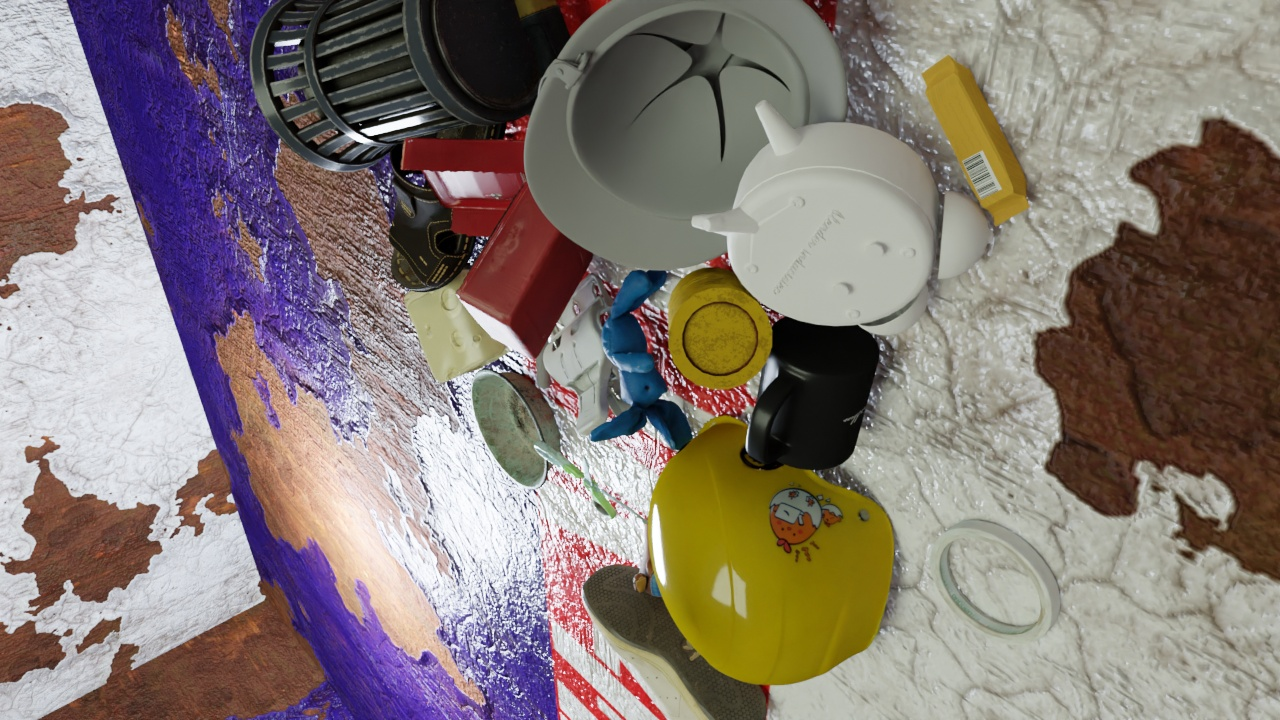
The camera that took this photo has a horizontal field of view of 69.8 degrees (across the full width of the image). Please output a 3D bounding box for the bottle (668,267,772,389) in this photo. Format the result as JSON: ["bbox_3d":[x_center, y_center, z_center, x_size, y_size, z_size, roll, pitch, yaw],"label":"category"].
[{"bbox_3d":[0.054,-0.031,0.685,0.163,0.071,0.071,-83,-26,-78],"label":"bottle"}]

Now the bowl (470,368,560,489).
[{"bbox_3d":[-0.145,0.076,1.103,0.157,0.038,0.158,32,135,38],"label":"bowl"}]

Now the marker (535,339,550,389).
[{"bbox_3d":[-0.109,-0.029,1.005,0.016,0.016,0.141,33,136,38],"label":"marker"}]

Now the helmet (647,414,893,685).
[{"bbox_3d":[0.079,0.168,0.772,0.240,0.139,0.210,39,139,33],"label":"helmet"}]

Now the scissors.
[{"bbox_3d":[-0.057,0.131,0.985,0.174,0.022,0.172,40,160,21],"label":"scissors"}]

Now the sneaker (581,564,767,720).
[{"bbox_3d":[0.032,0.325,1.001,0.241,0.088,0.102,40,148,25],"label":"sneaker"}]

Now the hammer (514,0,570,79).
[{"bbox_3d":[-0.071,-0.253,0.737,0.025,0.117,0.333,3,119,50],"label":"hammer"}]

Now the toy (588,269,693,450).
[{"bbox_3d":[-0.005,0.005,0.822,0.071,0.112,0.176,5,108,36],"label":"toy"}]

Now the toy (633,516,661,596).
[{"bbox_3d":[0.016,0.200,0.975,0.103,0.070,0.090,-150,55,-72],"label":"toy"}]

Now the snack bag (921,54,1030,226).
[{"bbox_3d":[0.193,-0.127,0.529,0.026,0.020,0.099,-29,87,51],"label":"snack bag"}]

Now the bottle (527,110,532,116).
[{"bbox_3d":[-0.101,-0.243,0.833,0.110,0.036,0.036,36,138,35],"label":"bottle"}]

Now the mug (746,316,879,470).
[{"bbox_3d":[0.114,0.029,0.655,0.078,0.113,0.088,29,134,29],"label":"mug"}]

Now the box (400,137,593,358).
[{"bbox_3d":[-0.120,-0.092,0.815,0.157,0.154,0.168,74,-167,-77],"label":"box"}]

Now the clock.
[{"bbox_3d":[0.119,-0.074,0.564,0.161,0.072,0.126,23,142,-7],"label":"clock"}]

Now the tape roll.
[{"bbox_3d":[0.249,0.157,0.649,0.093,0.013,0.093,32,135,38],"label":"tape roll"}]

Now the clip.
[{"bbox_3d":[-0.049,-0.002,0.912,0.125,0.072,0.142,-34,73,59],"label":"clip"}]

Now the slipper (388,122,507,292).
[{"bbox_3d":[-0.216,-0.176,0.952,0.113,0.075,0.269,52,130,26],"label":"slipper"}]

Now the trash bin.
[{"bbox_3d":[-0.202,-0.261,0.797,0.228,0.163,0.164,1,113,39],"label":"trash bin"}]

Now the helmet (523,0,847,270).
[{"bbox_3d":[0.034,-0.180,0.628,0.183,0.117,0.272,30,145,-15],"label":"helmet"}]

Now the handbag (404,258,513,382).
[{"bbox_3d":[-0.206,-0.049,1.067,0.111,0.081,0.119,-24,89,44],"label":"handbag"}]
